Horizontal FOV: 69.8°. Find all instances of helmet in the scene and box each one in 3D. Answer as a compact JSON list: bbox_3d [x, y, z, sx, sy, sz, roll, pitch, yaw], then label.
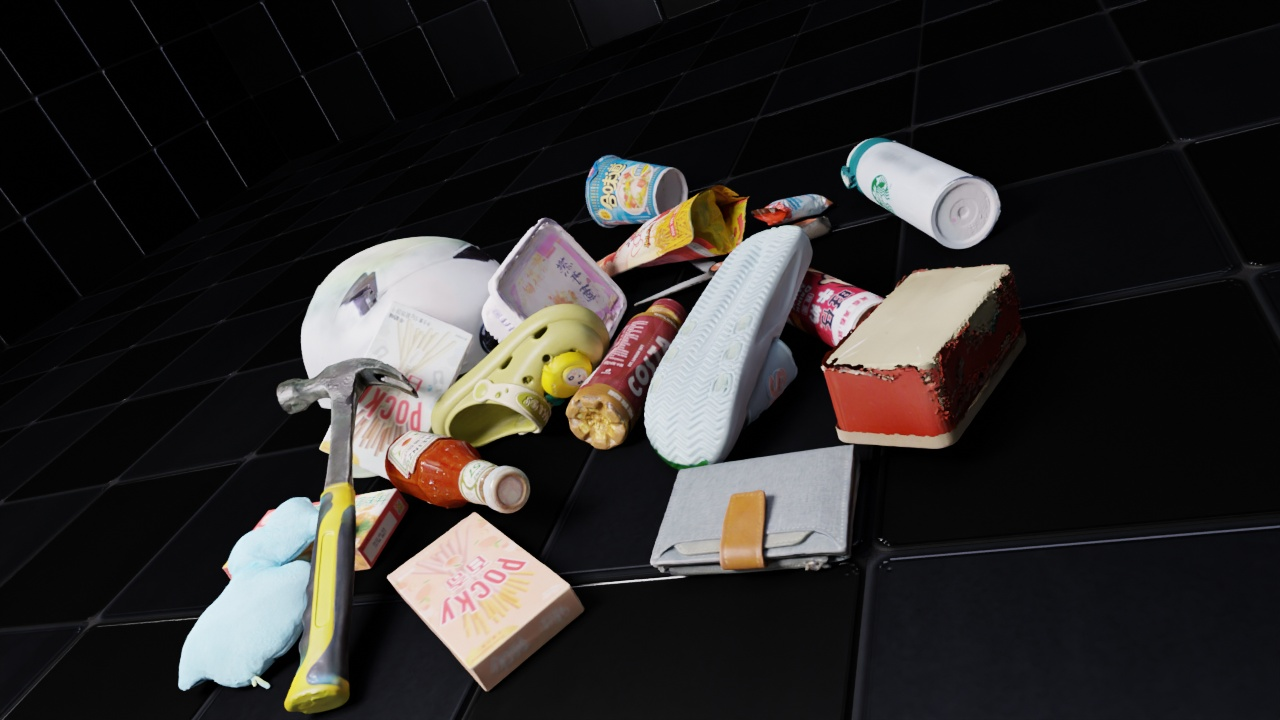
[{"bbox_3d":[-0.254,-0.057,0.992,0.229,0.146,0.257,8,40,47],"label":"helmet"}]

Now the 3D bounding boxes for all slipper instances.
[{"bbox_3d":[-0.103,0.032,0.834,0.191,0.091,0.081,-36,49,10],"label":"slipper"},{"bbox_3d":[0.083,-0.009,0.757,0.104,0.074,0.244,-6,48,48],"label":"slipper"}]

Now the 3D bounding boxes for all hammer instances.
[{"bbox_3d":[-0.241,0.119,0.732,0.126,0.032,0.322,-18,46,5],"label":"hammer"}]

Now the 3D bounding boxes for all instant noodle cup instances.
[{"bbox_3d":[-0.001,-0.221,1.215,0.110,0.099,0.099,13,44,38],"label":"instant noodle cup"},{"bbox_3d":[-0.096,-0.055,0.953,0.060,0.138,0.173,-35,18,31],"label":"instant noodle cup"}]

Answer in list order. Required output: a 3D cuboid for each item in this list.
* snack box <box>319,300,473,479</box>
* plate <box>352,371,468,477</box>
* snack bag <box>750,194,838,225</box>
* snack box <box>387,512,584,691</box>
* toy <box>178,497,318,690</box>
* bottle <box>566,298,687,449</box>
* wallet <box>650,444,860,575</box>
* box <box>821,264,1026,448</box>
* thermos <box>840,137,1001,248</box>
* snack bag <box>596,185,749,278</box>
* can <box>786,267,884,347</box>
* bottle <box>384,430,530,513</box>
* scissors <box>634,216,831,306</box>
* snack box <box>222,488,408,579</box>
[{"bbox_3d":[-0.228,0.030,0.867,0.027,0.084,0.156,137,156,-77],"label":"snack box"},{"bbox_3d":[-0.235,0.044,0.987,0.230,0.027,0.229,-19,26,10],"label":"plate"},{"bbox_3d":[0.171,-0.168,1.014,0.104,0.026,0.048,-19,16,-38],"label":"snack bag"},{"bbox_3d":[-0.115,0.166,0.658,0.084,0.026,0.157,-36,28,-23],"label":"snack box"},{"bbox_3d":[-0.302,0.189,0.734,0.161,0.050,0.156,-36,41,-9],"label":"toy"},{"bbox_3d":[-0.005,0.005,0.828,0.058,0.057,0.174,-7,32,32],"label":"bottle"},{"bbox_3d":[0.076,0.098,0.609,0.130,0.037,0.106,-11,28,24],"label":"wallet"},{"bbox_3d":[0.201,-0.015,0.640,0.091,0.078,0.167,0,27,41],"label":"box"},{"bbox_3d":[0.269,-0.175,0.920,0.073,0.073,0.224,-24,26,0],"label":"thermos"},{"bbox_3d":[0.028,-0.139,1.055,0.128,0.073,0.208,-42,18,-30],"label":"snack bag"},{"bbox_3d":[0.162,-0.042,0.778,0.053,0.053,0.133,-30,27,-11],"label":"can"},{"bbox_3d":[-0.153,0.094,0.758,0.059,0.060,0.206,-39,21,-27],"label":"bottle"},{"bbox_3d":[0.102,-0.102,0.976,0.220,0.022,0.230,-29,25,-10],"label":"scissors"},{"bbox_3d":[-0.289,0.159,0.819,0.156,0.027,0.076,-12,29,23],"label":"snack box"}]
